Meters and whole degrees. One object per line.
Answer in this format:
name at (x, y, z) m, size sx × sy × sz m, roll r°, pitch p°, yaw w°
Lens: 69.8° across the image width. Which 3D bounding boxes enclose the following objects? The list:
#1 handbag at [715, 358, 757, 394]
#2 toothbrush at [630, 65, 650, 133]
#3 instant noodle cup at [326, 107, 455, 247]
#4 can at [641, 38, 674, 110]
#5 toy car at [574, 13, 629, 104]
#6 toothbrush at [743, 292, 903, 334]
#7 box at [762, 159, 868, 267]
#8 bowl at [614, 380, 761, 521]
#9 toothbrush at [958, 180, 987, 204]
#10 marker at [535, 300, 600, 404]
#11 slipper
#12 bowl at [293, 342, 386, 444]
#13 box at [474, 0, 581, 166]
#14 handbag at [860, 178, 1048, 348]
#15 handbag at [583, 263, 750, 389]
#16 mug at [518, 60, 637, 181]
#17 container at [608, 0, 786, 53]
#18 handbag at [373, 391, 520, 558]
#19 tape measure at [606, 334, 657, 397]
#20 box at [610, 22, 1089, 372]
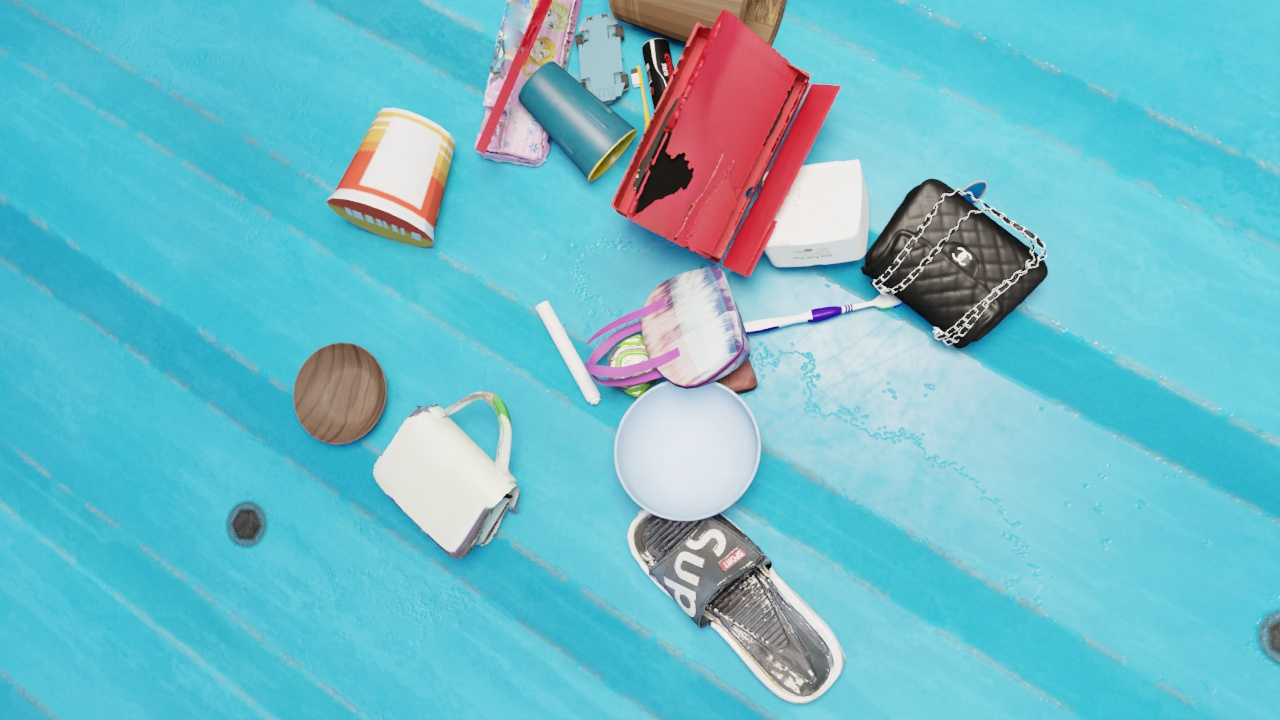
handbag at (0.090, -0.021, 1.002) m, size 0.055 × 0.029 × 0.119 m, roll -11°, pitch 76°, yaw 5°
toothbrush at (0.013, -0.245, 1.042) m, size 0.031 × 0.031 × 0.196 m, roll -11°, pitch 78°, yaw 7°
instant noodle cup at (-0.278, -0.213, 1.059) m, size 0.123 × 0.123 × 0.121 m, roll 16°, pitch 79°, yaw 13°
can at (0.024, -0.323, 1.045) m, size 0.031 × 0.031 × 0.080 m, roll -13°, pitch 81°, yaw 10°
toy car at (-0.043, -0.346, 1.064) m, size 0.060 × 0.027 × 0.107 m, roll -7°, pitch 78°, yaw 11°
toothbrush at (0.189, -0.048, 0.980) m, size 0.187 × 0.016 × 0.015 m, roll -11°, pitch 70°, yaw 7°
box at (0.190, -0.145, 0.979) m, size 0.108 × 0.102 × 0.102 m, roll -2°, pitch 65°, yaw 21°
bowl at (0.054, 0.099, 0.963) m, size 0.151 × 0.075 × 0.150 m, roll -4°, pitch 71°, yaw 12°
toothbrush at (0.312, -0.145, 0.970) m, size 0.135 × 0.017 × 0.021 m, roll -40°, pitch 94°, yaw 5°
marker at (-0.081, -0.009, 1.038) m, size 0.017 × 0.020 × 0.133 m, roll -31°, pitch 78°, yaw 5°
slipper at (0.097, 0.244, 0.951) m, size 0.111 × 0.063 × 0.264 m, roll -46°, pitch 79°, yaw 4°
bowl at (-0.348, 0.040, 1.083) m, size 0.119 × 0.032 × 0.119 m, roll -1°, pitch 83°, yaw 12°
box at (-0.132, -0.347, 1.065) m, size 0.085 × 0.063 × 0.230 m, roll 11°, pitch 86°, yaw 13°
handbag at (0.309, -0.092, 0.910) m, size 0.153 × 0.114 × 0.125 m, roll 38°, pitch 98°, yaw -1°
handbag at (0.022, -0.024, 0.963) m, size 0.170 × 0.068 × 0.144 m, roll -20°, pitch 54°, yaw 9°
mug at (-0.074, -0.270, 1.022) m, size 0.121 × 0.078 × 0.078 m, roll 44°, pitch 94°, yaw -1°
container at (0.061, -0.407, 1.003) m, size 0.167 × 0.132 × 0.132 m, roll 21°, pitch 88°, yaw 19°
handbag at (-0.192, 0.107, 1.011) m, size 0.151 × 0.073 × 0.176 m, roll 40°, pitch 111°, yaw 15°
tape measure at (-0.006, 0.006, 1.013) m, size 0.065 × 0.036 × 0.058 m, roll -42°, pitch 86°, yaw 1°
box at (0.168, -0.163, 0.860) m, size 0.425 × 0.127 × 0.213 m, roll 31°, pitch 98°, yaw 35°
